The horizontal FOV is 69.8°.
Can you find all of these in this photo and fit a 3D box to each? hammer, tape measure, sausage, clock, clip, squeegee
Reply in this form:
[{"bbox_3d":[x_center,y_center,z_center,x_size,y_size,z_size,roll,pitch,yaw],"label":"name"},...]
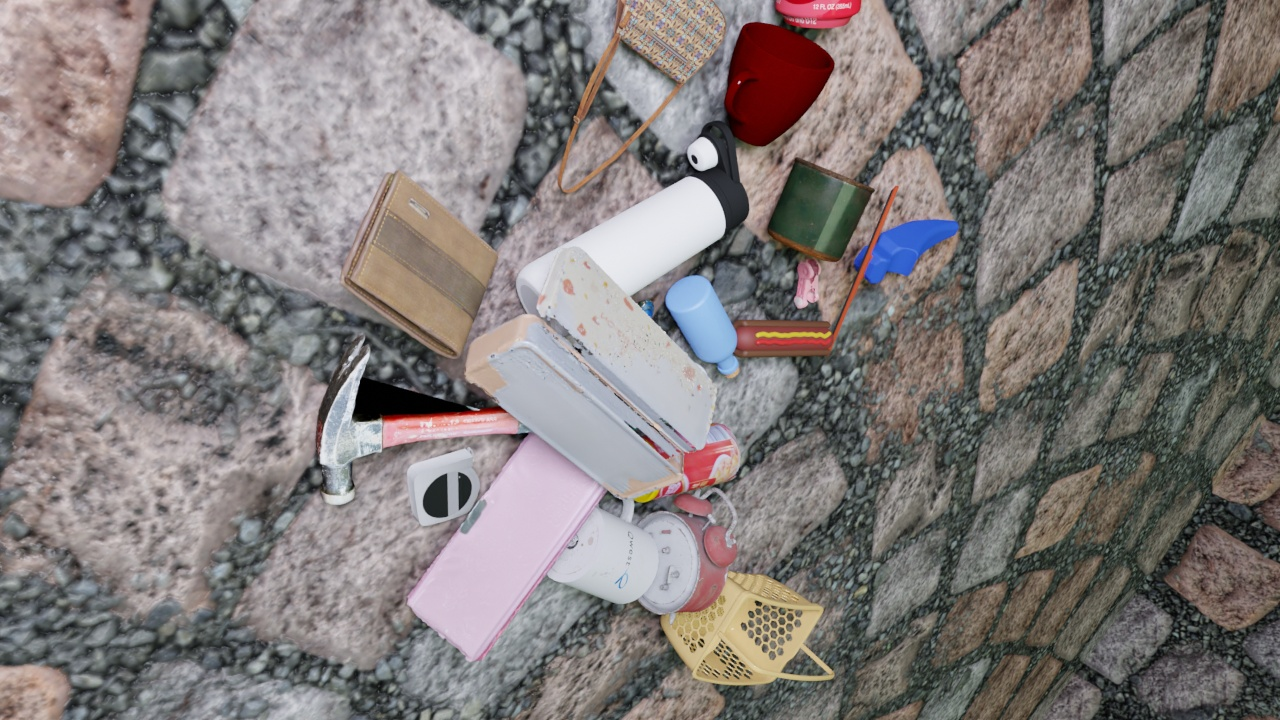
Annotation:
[{"bbox_3d":[-0.106,0.041,0.787,0.325,0.036,0.141,-3,117,-26],"label":"hammer"},{"bbox_3d":[-0.177,0.114,0.828,0.064,0.017,0.065,-15,124,-33],"label":"tape measure"},{"bbox_3d":[0.158,-0.024,1.010,0.155,0.040,0.040,-1,116,-40],"label":"sausage"},{"bbox_3d":[0.046,0.206,0.997,0.061,0.110,0.157,12,122,-44],"label":"clock"},{"bbox_3d":[0.188,-0.085,1.012,0.043,0.023,0.060,-8,121,-43],"label":"clip"},{"bbox_3d":[0.299,-0.128,1.055,0.184,0.055,0.250,-24,146,-28],"label":"squeegee"}]

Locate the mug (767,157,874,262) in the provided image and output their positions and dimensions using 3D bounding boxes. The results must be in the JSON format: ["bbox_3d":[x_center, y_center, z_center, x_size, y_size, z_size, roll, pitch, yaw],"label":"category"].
[{"bbox_3d":[0.182,-0.152,0.931,0.081,0.085,0.110,-68,170,16],"label":"mug"}]

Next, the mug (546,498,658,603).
[{"bbox_3d":[-0.038,0.182,0.952,0.096,0.083,0.119,36,62,-46],"label":"mug"}]

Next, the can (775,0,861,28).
[{"bbox_3d":[0.156,-0.361,0.776,0.074,0.074,0.143,-21,127,-30],"label":"can"}]

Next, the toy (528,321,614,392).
[{"bbox_3d":[-0.054,-0.007,0.839,0.112,0.050,0.087,-32,132,-14],"label":"toy"}]

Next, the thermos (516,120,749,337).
[{"bbox_3d":[-0.004,-0.116,0.803,0.229,0.068,0.101,-33,119,-22],"label":"thermos"}]

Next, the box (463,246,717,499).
[{"bbox_3d":[-0.034,0.015,0.765,0.115,0.095,0.217,-27,129,24],"label":"box"}]

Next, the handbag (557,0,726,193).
[{"bbox_3d":[-0.012,-0.224,0.758,0.093,0.043,0.196,19,111,-49],"label":"handbag"}]

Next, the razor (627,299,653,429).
[{"bbox_3d":[-0.005,0.005,0.906,0.043,0.018,0.141,-7,116,-37],"label":"razor"}]

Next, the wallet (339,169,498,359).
[{"bbox_3d":[-0.164,-0.070,0.696,0.121,0.027,0.098,41,57,-44],"label":"wallet"}]

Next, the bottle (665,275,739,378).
[{"bbox_3d":[0.071,-0.027,0.929,0.048,0.048,0.131,-44,135,-10],"label":"bottle"}]

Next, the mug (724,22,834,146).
[{"bbox_3d":[0.106,-0.234,0.807,0.113,0.087,0.089,-29,151,-46],"label":"mug"}]

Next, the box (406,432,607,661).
[{"bbox_3d":[-0.110,0.167,0.890,0.232,0.099,0.107,-55,169,-1],"label":"box"}]

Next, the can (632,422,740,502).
[{"bbox_3d":[0.042,0.106,0.972,0.124,0.067,0.067,-7,120,-38],"label":"can"}]

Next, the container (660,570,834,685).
[{"bbox_3d":[0.138,0.339,1.124,0.183,0.167,0.129,24,98,-46],"label":"container"}]

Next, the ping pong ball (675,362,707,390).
[{"bbox_3d":[0.050,0.021,0.946,0.040,0.040,0.040,-21,127,-30],"label":"ping pong ball"}]
